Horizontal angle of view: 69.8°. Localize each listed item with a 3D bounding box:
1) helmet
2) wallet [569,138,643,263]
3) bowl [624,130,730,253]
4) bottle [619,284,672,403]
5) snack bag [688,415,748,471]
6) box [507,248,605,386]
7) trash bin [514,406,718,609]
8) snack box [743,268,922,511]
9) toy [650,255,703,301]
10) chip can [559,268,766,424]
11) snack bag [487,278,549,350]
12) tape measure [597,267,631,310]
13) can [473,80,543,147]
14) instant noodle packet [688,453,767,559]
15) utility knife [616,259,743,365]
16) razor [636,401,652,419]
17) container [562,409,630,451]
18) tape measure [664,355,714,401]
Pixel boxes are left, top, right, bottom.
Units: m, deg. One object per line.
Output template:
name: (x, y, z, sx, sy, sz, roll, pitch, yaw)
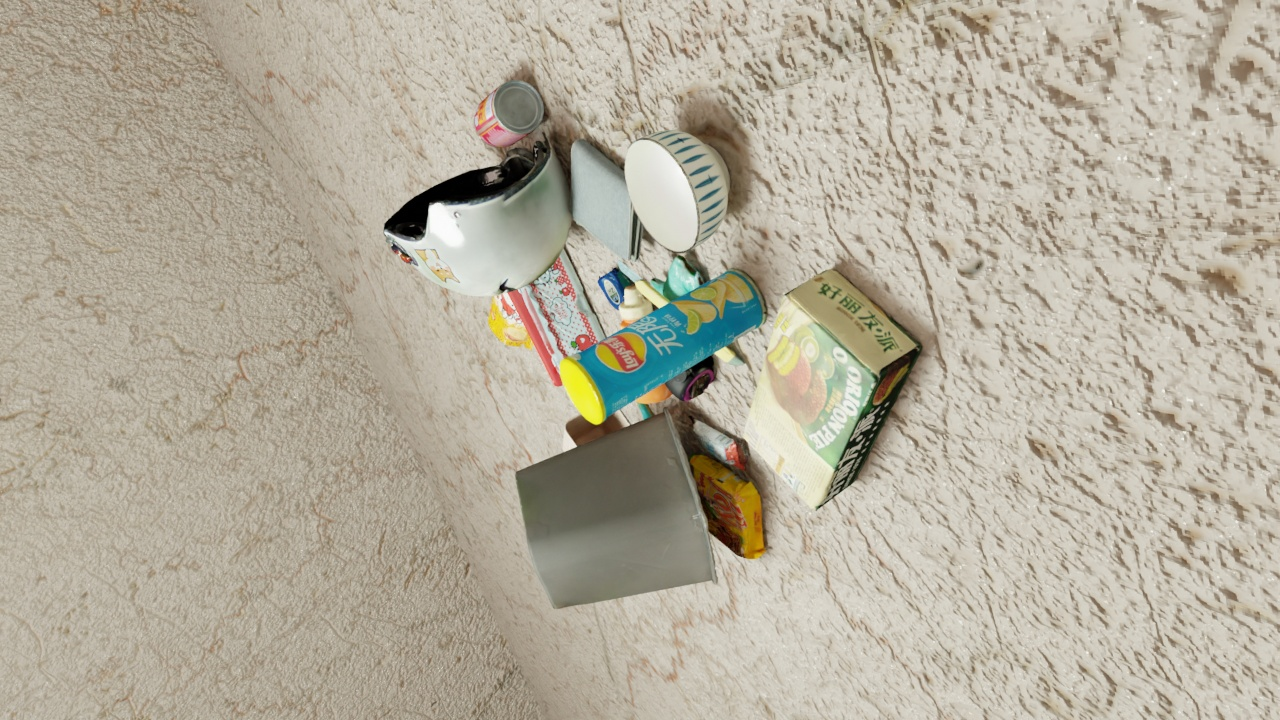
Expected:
helmet: (-0.192, -0.166, 1.178, 0.275, 0.229, 0.157, -5, 121, 51)
wallet: (-0.037, -0.183, 1.064, 0.129, 0.036, 0.107, 45, 144, 38)
bowl: (0.044, -0.169, 0.884, 0.116, 0.066, 0.117, 44, 150, 32)
bottle: (0.003, -0.023, 1.144, 0.067, 0.066, 0.149, 21, 128, 55)
snack bag: (0.095, 0.103, 1.142, 0.105, 0.026, 0.045, 30, 151, 50)
box: (-0.122, -0.069, 1.319, 0.094, 0.100, 0.201, -124, 9, -75)
trash bin: (-0.032, 0.202, 1.189, 0.199, 0.220, 0.198, 76, 178, -48)
snack box: (0.171, 0.035, 0.869, 0.114, 0.063, 0.241, 47, 153, 27)
toy: (0.049, -0.079, 1.024, 0.096, 0.030, 0.092, 46, 156, 16)
chip can: (0.025, -0.017, 0.915, 0.071, 0.209, 0.071, 45, 153, 31)
snack bag: (-0.181, -0.107, 1.419, 0.128, 0.073, 0.208, 53, 148, 16)
tape measure: (-0.028, -0.091, 1.166, 0.054, 0.025, 0.058, 60, 160, -4)
can: (-0.167, -0.305, 1.144, 0.094, 0.066, 0.066, -1, 116, 63)
instant noodle packet: (0.112, 0.189, 1.187, 0.111, 0.044, 0.128, 28, 141, 44)
utility knife: (0.041, -0.050, 1.024, 0.182, 0.019, 0.031, 35, 156, -4)
razor: (0.001, 0.075, 1.291, 0.043, 0.028, 0.132, -30, 87, 39)
container: (-0.066, 0.131, 1.418, 0.090, 0.089, 0.111, 54, 158, 14)
tape measure: (0.059, 0.020, 1.081, 0.039, 0.057, 0.058, 47, 145, 26)
